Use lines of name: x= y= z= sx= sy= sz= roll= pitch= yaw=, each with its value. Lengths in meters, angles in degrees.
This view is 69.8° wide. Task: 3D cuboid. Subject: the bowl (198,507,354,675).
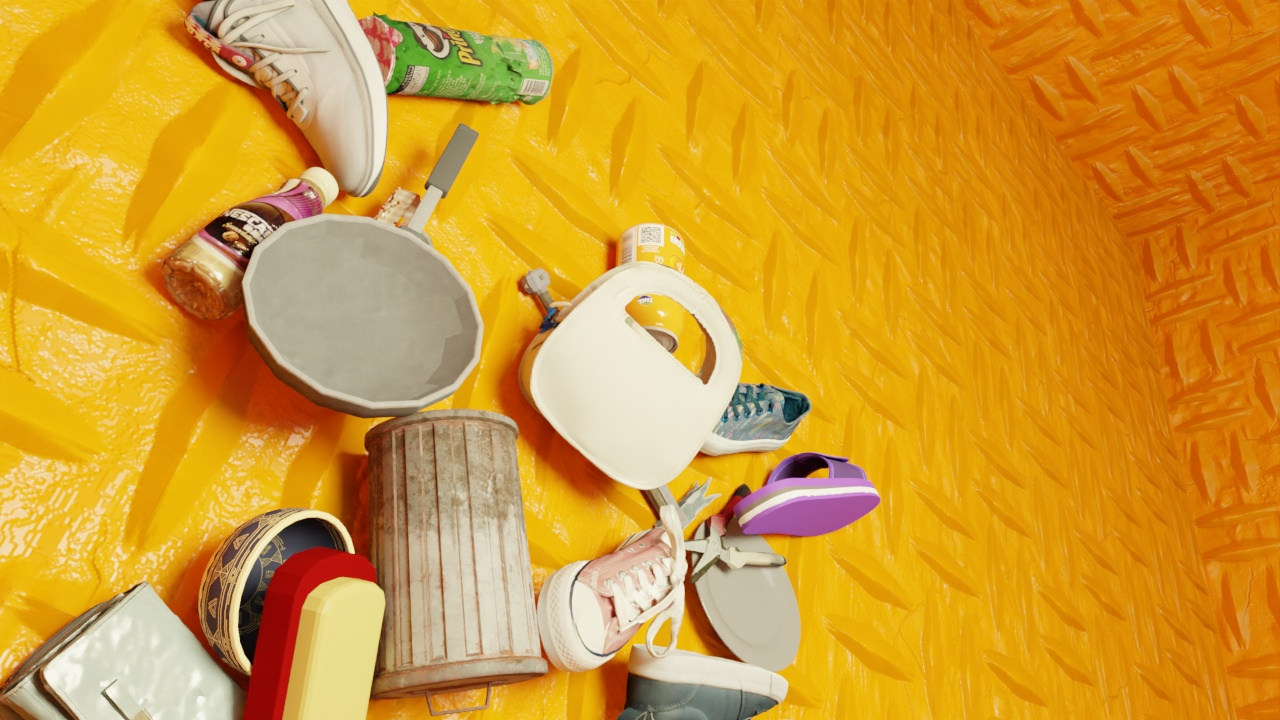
bowl: x=-0.255 y=0.153 z=0.623 sx=0.112 sy=0.061 sz=0.112 roll=7 pitch=90 yaw=-68

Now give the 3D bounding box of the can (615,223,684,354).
can: x=0.010 y=-0.079 z=1.033 sx=0.079 sy=0.079 sz=0.142 roll=27 pitch=52 yaw=-37

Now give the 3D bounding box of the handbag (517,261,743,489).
handbag: x=-0.005 y=0.005 z=0.896 sx=0.200 sy=0.093 sz=0.199 roll=44 pitch=82 yaw=-11

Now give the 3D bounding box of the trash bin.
trash bin: x=-0.145 y=0.157 z=0.700 sx=0.130 sy=0.131 sz=0.211 roll=14 pitch=59 yaw=-44

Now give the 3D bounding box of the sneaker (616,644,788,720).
sneaker: x=0.063 y=0.326 z=0.872 sx=0.235 sy=0.089 sz=0.087 roll=28 pitch=68 yaw=-45

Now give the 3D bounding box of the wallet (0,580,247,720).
wallet: x=-0.304 y=0.213 z=0.558 sx=0.131 sy=0.054 sz=0.100 roll=57 pitch=40 yaw=-17

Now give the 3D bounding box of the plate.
plate: x=0.115 y=0.255 z=1.010 sx=0.178 sy=0.012 sz=0.178 roll=33 pitch=38 yaw=-31

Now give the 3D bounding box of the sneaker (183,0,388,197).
sneaker: x=-0.306 y=-0.258 z=0.777 sx=0.128 sy=0.097 sz=0.263 roll=-23 pitch=90 yaw=-39

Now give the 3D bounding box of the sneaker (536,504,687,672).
sneaker: x=-0.002 y=0.199 z=0.807 sx=0.240 sy=0.088 sz=0.118 roll=-18 pitch=91 yaw=-64

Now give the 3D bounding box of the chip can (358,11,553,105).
chip can: x=-0.185 y=-0.303 z=0.939 sx=0.222 sy=0.076 sz=0.075 roll=-16 pitch=83 yaw=-51

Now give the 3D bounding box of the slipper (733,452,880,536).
slipper: x=0.192 y=0.147 z=1.088 sx=0.266 sy=0.107 sz=0.084 roll=12 pitch=48 yaw=-52

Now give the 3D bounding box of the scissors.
scissors: x=0.103 y=0.199 z=1.016 sx=0.179 sy=0.015 sz=0.193 roll=40 pitch=35 yaw=-23

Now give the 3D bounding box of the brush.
brush: x=-0.212 y=0.213 z=0.603 sx=0.082 sy=0.042 sz=0.173 roll=20 pitch=78 yaw=-67

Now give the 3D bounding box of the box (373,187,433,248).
box: x=-0.232 y=-0.068 z=0.790 sx=0.043 sy=0.083 sz=0.186 roll=15 pitch=50 yaw=7

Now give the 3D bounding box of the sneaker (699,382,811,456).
sneaker: x=0.121 y=0.059 z=1.068 sx=0.235 sy=0.079 sz=0.087 roll=13 pitch=49 yaw=-48

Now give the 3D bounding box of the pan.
pan: x=-0.195 y=-0.092 z=0.754 sx=0.178 sy=0.041 sz=0.356 roll=28 pitch=44 yaw=-15

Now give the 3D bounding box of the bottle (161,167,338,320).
bottle: x=-0.296 y=-0.100 z=0.720 sx=0.059 sy=0.060 sz=0.165 roll=49 pitch=41 yaw=-19

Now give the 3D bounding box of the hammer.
hammer: x=-0.038 y=0.046 z=0.956 sx=0.146 sy=0.028 sz=0.317 roll=-36 pitch=98 yaw=-45
